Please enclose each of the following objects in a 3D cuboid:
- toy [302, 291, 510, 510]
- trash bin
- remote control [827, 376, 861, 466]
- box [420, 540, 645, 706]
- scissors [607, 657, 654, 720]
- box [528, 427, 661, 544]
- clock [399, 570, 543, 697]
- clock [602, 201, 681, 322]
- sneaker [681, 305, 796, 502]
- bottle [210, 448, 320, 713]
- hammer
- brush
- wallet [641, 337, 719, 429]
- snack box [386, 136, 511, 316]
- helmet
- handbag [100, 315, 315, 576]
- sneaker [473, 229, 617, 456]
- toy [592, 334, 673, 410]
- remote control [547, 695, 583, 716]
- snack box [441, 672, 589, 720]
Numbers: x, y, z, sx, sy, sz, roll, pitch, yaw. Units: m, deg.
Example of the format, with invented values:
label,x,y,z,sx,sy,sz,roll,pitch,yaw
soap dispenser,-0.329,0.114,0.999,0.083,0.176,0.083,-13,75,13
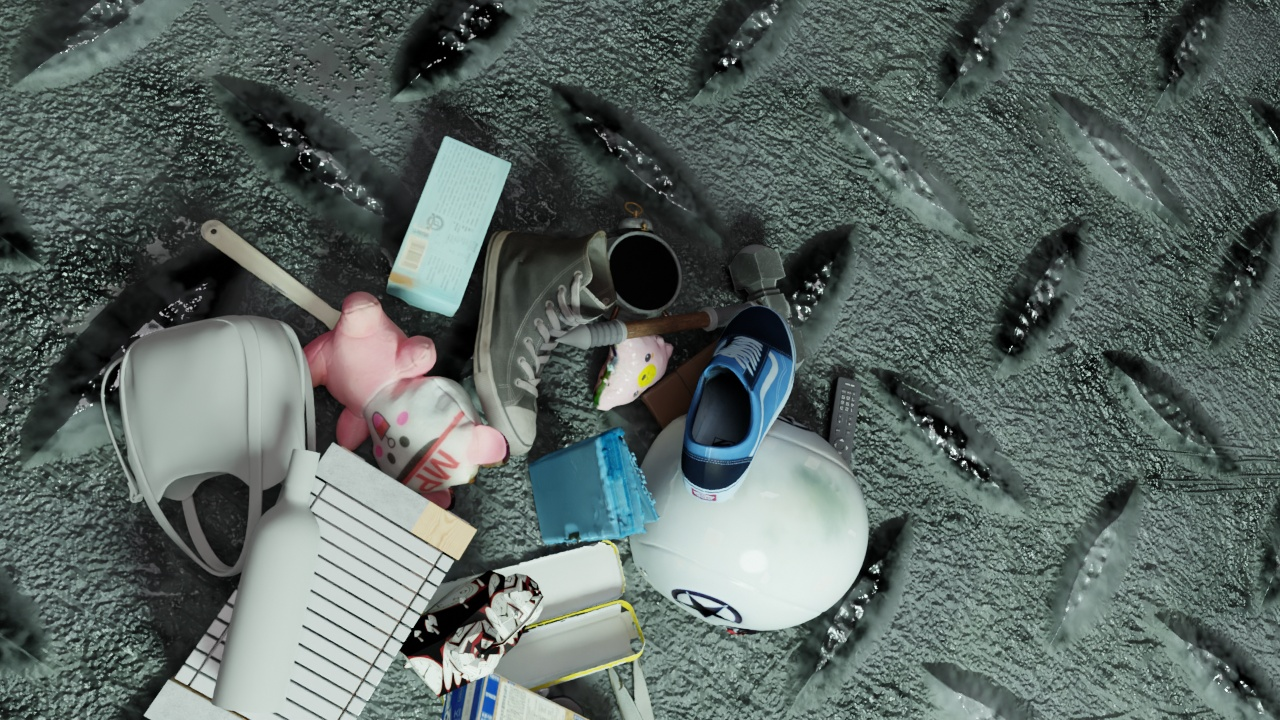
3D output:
label,x,y,z,sx,sy,sz,roll,pitch,yaw
toy,-0.226,0.043,0.877,0.142,0.084,0.213,-42,92,23
trash bin,-0.280,0.219,0.810,0.142,0.143,0.246,34,72,-9
remote control,0.231,0.088,1.067,0.032,0.015,0.136,14,79,-15
box,-0.106,0.263,0.917,0.209,0.039,0.129,-12,70,-18
scissors,0.002,0.419,0.932,0.161,0.016,0.225,-29,89,-21
box,-0.049,0.122,0.856,0.048,0.232,0.093,-8,80,-23
clock,-0.149,0.231,0.812,0.065,0.155,0.114,56,43,-10
clock,-0.006,-0.104,1.003,0.103,0.056,0.147,3,79,-26
sneaker,0.099,0.015,0.871,0.083,0.098,0.240,14,49,13
bottle,-0.282,0.167,0.713,0.052,0.053,0.195,12,76,-15
hammer,0.044,-0.039,0.958,0.321,0.043,0.156,-10,83,-40
brush,-0.343,-0.068,0.914,0.217,0.012,0.033,37,72,-6
wallet,0.069,0.041,1.024,0.120,0.013,0.087,-36,97,-20
snack box,-0.198,-0.138,0.951,0.075,0.053,0.174,20,76,-13
helmet,0.131,0.164,0.939,0.264,0.164,0.236,28,75,-15
handbag,-0.381,0.080,0.817,0.216,0.095,0.222,-9,85,21
sneaker,-0.092,-0.022,0.921,0.120,0.095,0.234,-3,70,20
toy,-0.006,0.006,0.981,0.093,0.050,0.103,-2,124,-40
remote control,-0.090,0.397,0.910,0.046,0.009,0.124,19,75,-14
snack box,-0.091,0.353,0.846,0.206,0.057,0.056,40,38,-32
